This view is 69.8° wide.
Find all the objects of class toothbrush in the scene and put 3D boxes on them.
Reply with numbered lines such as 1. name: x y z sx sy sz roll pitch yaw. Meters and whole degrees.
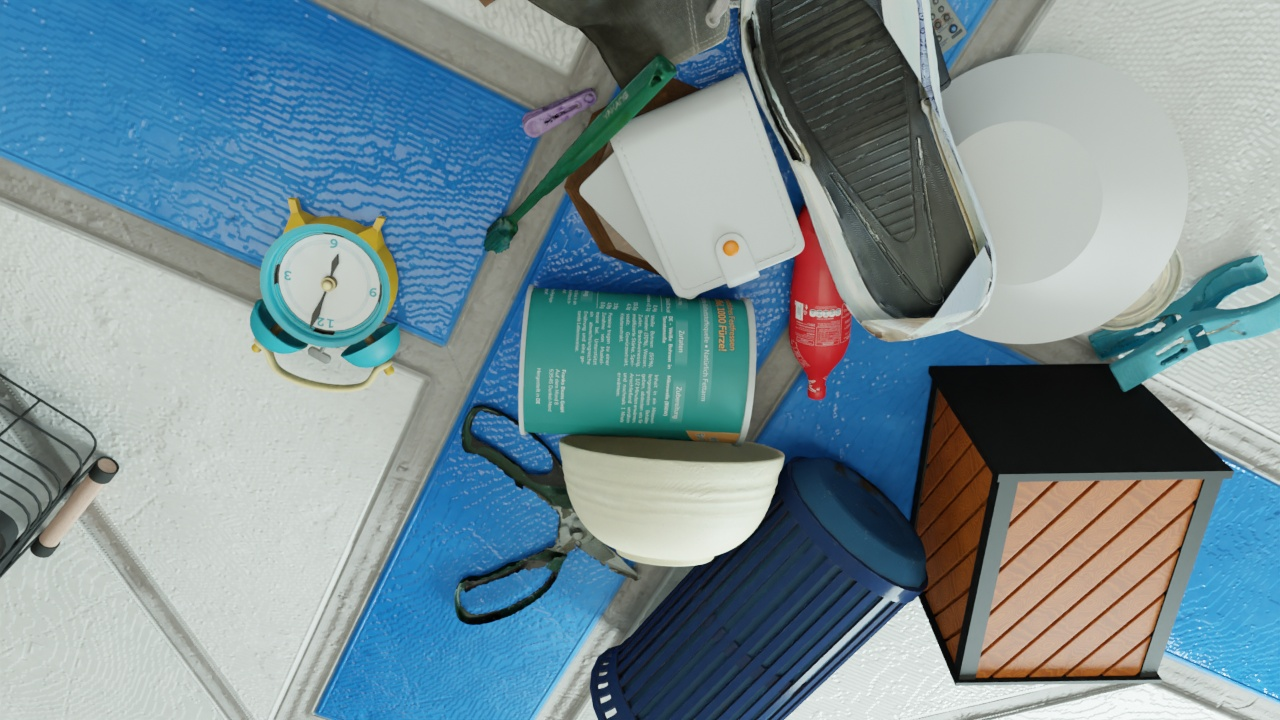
1. toothbrush: -0.043 -0.116 0.548 0.016 0.017 0.190 33 138 -22

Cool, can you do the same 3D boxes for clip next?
1. clip: -0.051 -0.155 0.571 0.050 0.029 0.013 -27 117 0
2. clip: 0.378 -0.036 0.635 0.131 0.119 0.030 -21 121 35

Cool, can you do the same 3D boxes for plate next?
1. plate: 0.224 -0.093 0.544 0.174 0.036 0.174 7 103 29
2. plate: 0.018 -0.112 0.590 0.131 0.025 0.131 0 117 -1

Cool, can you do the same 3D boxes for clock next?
1. clock: -0.209 -0.039 0.617 0.099 0.043 0.130 11 110 -6

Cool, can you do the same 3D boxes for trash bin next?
1. trash bin: 0.089 0.195 0.688 0.139 0.139 0.250 32 111 -16
2. trash bin: 0.281 0.111 0.643 0.140 0.139 0.172 -1 117 0

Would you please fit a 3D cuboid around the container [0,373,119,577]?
1. container: -0.517 0.072 0.619 0.241 0.130 0.163 39 110 -19

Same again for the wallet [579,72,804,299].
1. wallet: 0.029 -0.097 0.561 0.115 0.037 0.118 -21 112 10

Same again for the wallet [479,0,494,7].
1. wallet: -0.095 -0.274 0.511 0.087 0.013 0.121 -35 114 16

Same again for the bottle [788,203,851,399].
1. bottle: 0.122 -0.038 0.620 0.042 0.041 0.142 -3 117 1

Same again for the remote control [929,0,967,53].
1. remote control: 0.141 -0.234 0.535 0.033 0.013 0.136 -38 111 17

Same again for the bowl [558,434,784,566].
1. bowl: 0.019 0.093 0.617 0.151 0.151 0.075 3 93 -2

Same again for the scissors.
1. scissors: -0.095 0.136 0.723 0.206 0.015 0.201 -41 108 18

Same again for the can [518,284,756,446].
1. can: -0.004 0.004 0.607 0.144 0.099 0.099 3 117 -2

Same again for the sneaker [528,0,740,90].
1. sneaker: 0.037 -0.255 0.482 0.235 0.095 0.120 -44 120 9

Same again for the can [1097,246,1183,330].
1. can: 0.295 -0.064 0.589 0.067 0.076 0.067 0 117 0

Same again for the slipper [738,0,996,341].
1. slipper: 0.134 -0.142 0.538 0.111 0.063 0.264 -18 96 30
